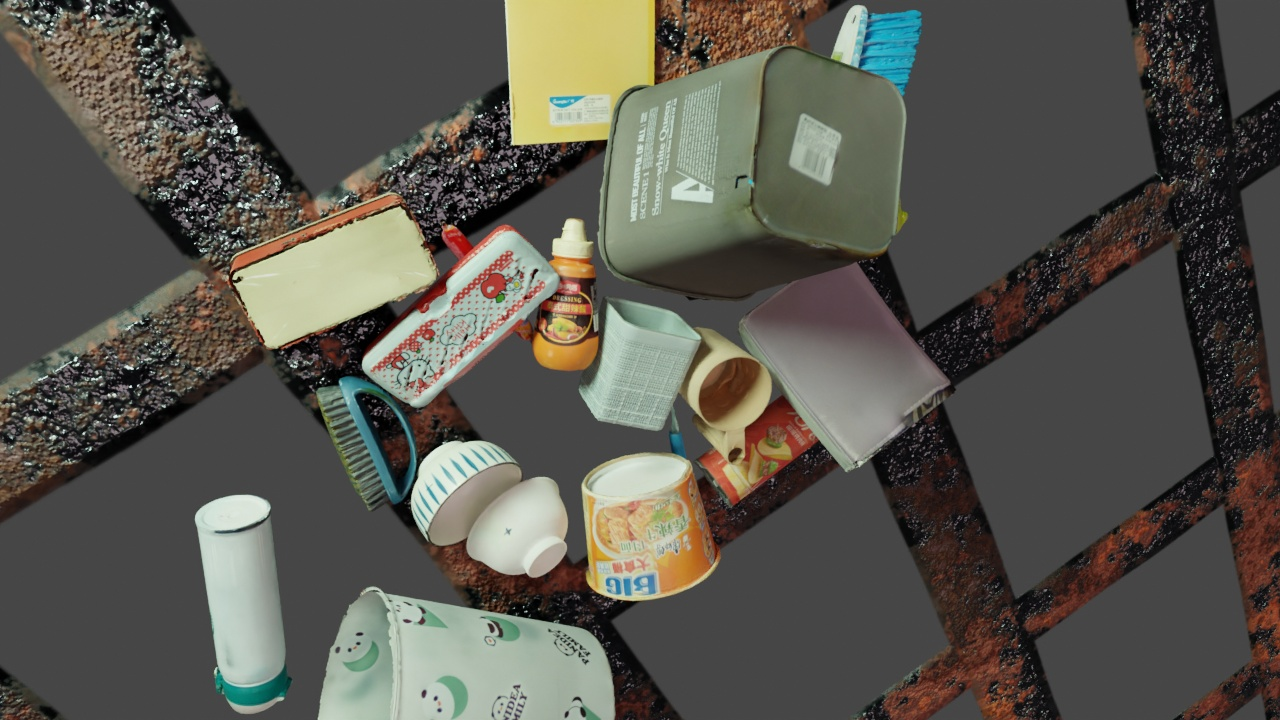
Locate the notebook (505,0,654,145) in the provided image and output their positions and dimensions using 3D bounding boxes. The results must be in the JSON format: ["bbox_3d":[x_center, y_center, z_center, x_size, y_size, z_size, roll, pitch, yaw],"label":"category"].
[{"bbox_3d":[-0.054,-0.309,0.852,0.145,0.010,0.206,-8,113,-18],"label":"notebook"}]

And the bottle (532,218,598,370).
[{"bbox_3d":[-0.071,-0.067,0.916,0.066,0.067,0.149,1,103,-21],"label":"bottle"}]

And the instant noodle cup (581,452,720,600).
[{"bbox_3d":[0.005,0.173,0.995,0.151,0.151,0.111,-14,106,-15],"label":"instant noodle cup"}]

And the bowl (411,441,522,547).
[{"bbox_3d":[-0.185,0.125,0.931,0.116,0.066,0.117,-36,155,-21],"label":"bowl"}]

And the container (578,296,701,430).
[{"bbox_3d":[-0.006,0.006,0.952,0.090,0.090,0.111,12,108,-24],"label":"container"}]

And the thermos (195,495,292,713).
[{"bbox_3d":[-0.395,0.248,0.912,0.073,0.073,0.224,-5,112,-19],"label":"thermos"}]

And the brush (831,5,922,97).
[{"bbox_3d":[0.198,-0.214,0.966,0.109,0.060,0.315,6,110,-17],"label":"brush"}]

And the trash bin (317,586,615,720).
[{"bbox_3d":[-0.179,0.366,0.960,0.251,0.229,0.230,14,104,-30],"label":"trash bin"}]

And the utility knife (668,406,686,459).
[{"bbox_3d":[0.048,0.125,1.051,0.018,0.034,0.186,-14,114,-7],"label":"utility knife"}]

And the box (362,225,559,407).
[{"bbox_3d":[-0.171,-0.038,0.878,0.201,0.047,0.087,-41,119,8],"label":"box"}]

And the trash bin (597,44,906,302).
[{"bbox_3d":[0.098,-0.163,0.819,0.198,0.220,0.199,8,87,-28],"label":"trash bin"}]

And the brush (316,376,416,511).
[{"bbox_3d":[-0.260,0.078,0.901,0.073,0.055,0.144,-22,116,-11],"label":"brush"}]

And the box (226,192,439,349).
[{"bbox_3d":[-0.272,-0.077,0.823,0.168,0.077,0.091,-25,116,-10],"label":"box"}]

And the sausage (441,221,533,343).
[{"bbox_3d":[-0.148,-0.075,0.904,0.020,0.020,0.156,-38,119,-4],"label":"sausage"}]

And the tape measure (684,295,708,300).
[{"bbox_3d":[0.073,-0.093,0.960,0.039,0.057,0.057,51,53,-29],"label":"tape measure"}]

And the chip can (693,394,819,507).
[{"bbox_3d":[0.167,0.078,1.057,0.216,0.073,0.073,-37,119,-3],"label":"chip can"}]

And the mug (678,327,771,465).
[{"bbox_3d":[0.081,0.035,0.987,0.084,0.103,0.125,-11,114,-17],"label":"mug"}]

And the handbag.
[{"bbox_3d":[0.217,-0.001,0.980,0.145,0.098,0.197,-37,80,0],"label":"handbag"}]

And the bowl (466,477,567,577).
[{"bbox_3d":[-0.116,0.188,0.966,0.118,0.065,0.118,-33,148,-24],"label":"bowl"}]

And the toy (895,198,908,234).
[{"bbox_3d":[0.247,-0.158,1.016,0.096,0.031,0.100,29,99,-26],"label":"toy"}]
